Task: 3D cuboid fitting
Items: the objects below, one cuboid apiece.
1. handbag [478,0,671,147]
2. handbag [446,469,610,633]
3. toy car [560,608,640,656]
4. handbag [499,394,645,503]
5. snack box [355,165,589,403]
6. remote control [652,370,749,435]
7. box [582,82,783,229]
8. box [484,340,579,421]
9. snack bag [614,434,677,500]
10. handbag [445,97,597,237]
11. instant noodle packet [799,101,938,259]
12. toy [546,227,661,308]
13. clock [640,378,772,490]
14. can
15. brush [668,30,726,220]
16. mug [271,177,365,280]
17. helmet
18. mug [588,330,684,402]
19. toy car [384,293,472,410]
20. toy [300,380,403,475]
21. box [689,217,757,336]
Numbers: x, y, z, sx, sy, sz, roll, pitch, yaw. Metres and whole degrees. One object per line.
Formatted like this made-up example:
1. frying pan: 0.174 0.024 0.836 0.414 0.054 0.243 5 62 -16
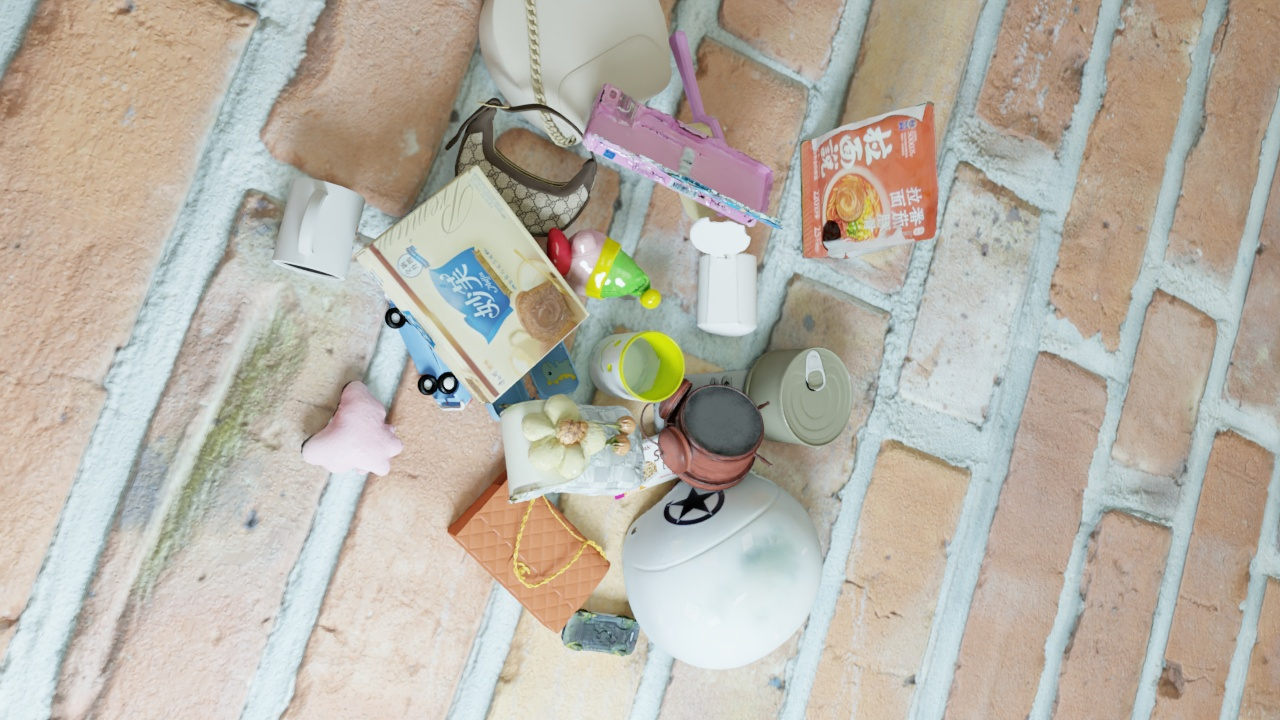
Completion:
1. handbag: -0.073 -0.376 1.066 0.210 0.103 0.208 -36 108 -18
2. handbag: -0.123 0.220 1.074 0.172 0.060 0.108 49 69 -16
3. toy car: -0.050 0.329 1.117 0.105 0.033 0.048 18 87 -30
4. handbag: -0.065 0.097 1.038 0.171 0.124 0.112 4 67 -33
5. snack box: -0.174 -0.079 0.981 0.153 0.055 0.207 -44 107 -23
6. remote control: 0.087 0.053 1.183 0.150 0.019 0.074 -5 92 -23
7. box: 0.046 -0.210 1.023 0.230 0.158 0.066 23 125 -16
8. box: -0.159 -0.041 1.063 0.120 0.049 0.209 -25 101 -8
9. snack bag: 0.052 0.115 1.157 0.196 0.016 0.070 -17 109 -18
10. handbag: -0.132 -0.222 1.034 0.166 0.063 0.138 26 110 -21
11. instant noodle packet: 0.301 -0.221 1.165 0.083 0.221 0.164 -1 90 -25
12. toy: -0.046 -0.096 1.071 0.131 0.124 0.096 0 60 -10
13. clock: 0.075 0.086 1.099 0.157 0.072 0.120 9 56 -9
14. can: 0.205 0.047 1.194 0.127 0.073 0.128 0 89 -34
15. brush: 0.062 -0.285 1.128 0.043 0.089 0.229 -20 102 -18
16. mug: -0.335 -0.138 0.952 0.073 0.105 0.089 14 85 -10
17. helmet: 0.123 0.258 1.124 0.263 0.164 0.236 -23 101 -23
18. mug: -0.006 0.006 1.095 0.082 0.106 0.082 0 91 -24
19. toy car: -0.232 -0.017 1.021 0.054 0.056 0.153 -35 110 -38
20. toy: -0.305 0.082 0.996 0.093 0.050 0.102 34 74 -17
21. box: 0.103 -0.101 1.130 0.083 0.143 0.136 0 87 19
